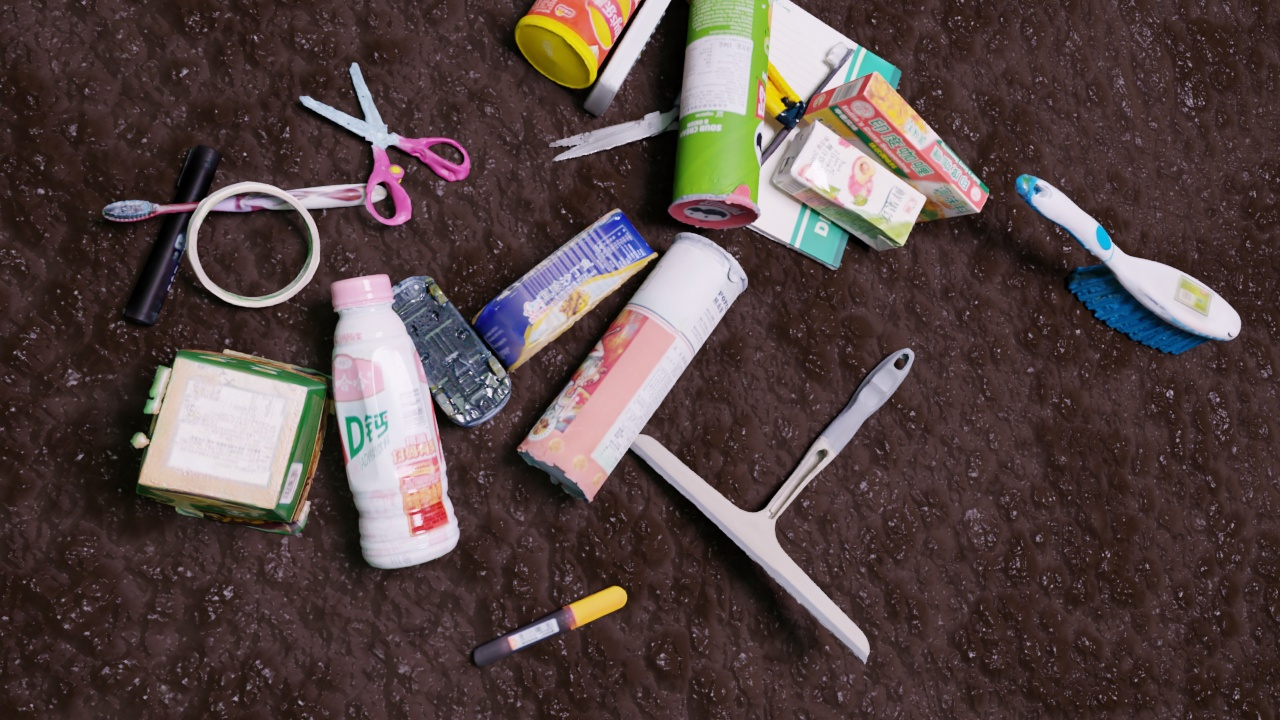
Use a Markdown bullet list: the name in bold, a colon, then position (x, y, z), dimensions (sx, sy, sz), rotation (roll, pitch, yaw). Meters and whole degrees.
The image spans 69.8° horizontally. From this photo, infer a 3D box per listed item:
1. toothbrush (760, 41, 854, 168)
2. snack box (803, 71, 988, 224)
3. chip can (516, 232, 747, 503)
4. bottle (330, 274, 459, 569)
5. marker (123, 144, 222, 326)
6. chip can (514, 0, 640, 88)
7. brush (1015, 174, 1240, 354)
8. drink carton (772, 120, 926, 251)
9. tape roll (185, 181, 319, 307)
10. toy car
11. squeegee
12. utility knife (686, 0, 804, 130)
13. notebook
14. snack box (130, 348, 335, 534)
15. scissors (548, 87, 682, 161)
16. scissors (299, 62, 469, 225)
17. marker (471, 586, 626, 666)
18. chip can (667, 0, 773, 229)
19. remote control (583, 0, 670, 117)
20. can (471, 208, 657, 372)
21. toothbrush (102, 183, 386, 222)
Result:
- **toothbrush**: position (0.133, -0.212, 0.793), dimensions (0.018, 0.016, 0.180), rotation (38, 72, -6)
- **snack box**: position (0.219, -0.177, 0.785), dimensions (0.155, 0.077, 0.027), rotation (36, 73, -24)
- **chip can**: position (-0.004, 0.004, 0.707), dimensions (0.071, 0.071, 0.214), rotation (39, 74, -11)
- **bottle**: position (-0.176, 0.041, 0.635), dimensions (0.068, 0.068, 0.197), rotation (-12, 95, -20)
- **marker**: position (-0.323, -0.087, 0.634), dimensions (0.022, 0.020, 0.132), rotation (16, 78, 0)
- **chip can**: position (-0.019, -0.325, 0.736), dimensions (0.073, 0.073, 0.216), rotation (31, 75, -14)
- **brush**: position (0.434, -0.086, 0.847), dimensions (0.314, 0.110, 0.060), rotation (24, 80, -16)
- **drink carton**: position (0.178, -0.146, 0.786), dimensions (0.122, 0.045, 0.053), rotation (30, 80, -15)
- **tape roll**: position (-0.268, -0.080, 0.636), dimensions (0.085, 0.014, 0.086), rotation (-12, 113, -31)
- **toy car**: position (-0.145, -0.006, 0.678), dimensions (0.054, 0.037, 0.120), rotation (-37, 87, -12)
- **squeegee**: position (0.155, 0.075, 0.773), dimensions (0.246, 0.039, 0.246), rotation (42, 66, 7)
- **utility knife**: position (0.075, -0.277, 0.779), dimensions (0.033, 0.015, 0.197), rotation (-36, 86, -21)
- **notebook**: position (0.143, -0.203, 0.811), dimensions (0.150, 0.012, 0.209), rotation (24, 77, -16)
- **snack box**: position (-0.261, 0.051, 0.595), dimensions (0.117, 0.106, 0.118), rotation (15, 80, -18)
- **scissors**: position (0.009, -0.202, 0.759), dimensions (0.173, 0.014, 0.140), rotation (17, 79, -7)
- **scissors**: position (-0.186, -0.166, 0.690), dimensions (0.123, 0.017, 0.133), rotation (-17, 82, -28)
- **marker**: position (-0.068, 0.201, 0.695), dimensions (0.123, 0.015, 0.018), rotation (-20, 89, -17)
- **chip can**: position (0.068, -0.228, 0.727), dimensions (0.072, 0.072, 0.236), rotation (8, 81, -18)
- **remote control**: position (-0.004, -0.260, 0.742), dimensions (0.019, 0.056, 0.135), rotation (31, 75, -12)
- **can**: position (-0.056, -0.054, 0.694), dimensions (0.148, 0.075, 0.049), rotation (-40, 94, -19)
- **toothbrush**: position (-0.270, -0.112, 0.642), dimensions (0.187, 0.017, 0.016), rotation (-10, 92, -29)
